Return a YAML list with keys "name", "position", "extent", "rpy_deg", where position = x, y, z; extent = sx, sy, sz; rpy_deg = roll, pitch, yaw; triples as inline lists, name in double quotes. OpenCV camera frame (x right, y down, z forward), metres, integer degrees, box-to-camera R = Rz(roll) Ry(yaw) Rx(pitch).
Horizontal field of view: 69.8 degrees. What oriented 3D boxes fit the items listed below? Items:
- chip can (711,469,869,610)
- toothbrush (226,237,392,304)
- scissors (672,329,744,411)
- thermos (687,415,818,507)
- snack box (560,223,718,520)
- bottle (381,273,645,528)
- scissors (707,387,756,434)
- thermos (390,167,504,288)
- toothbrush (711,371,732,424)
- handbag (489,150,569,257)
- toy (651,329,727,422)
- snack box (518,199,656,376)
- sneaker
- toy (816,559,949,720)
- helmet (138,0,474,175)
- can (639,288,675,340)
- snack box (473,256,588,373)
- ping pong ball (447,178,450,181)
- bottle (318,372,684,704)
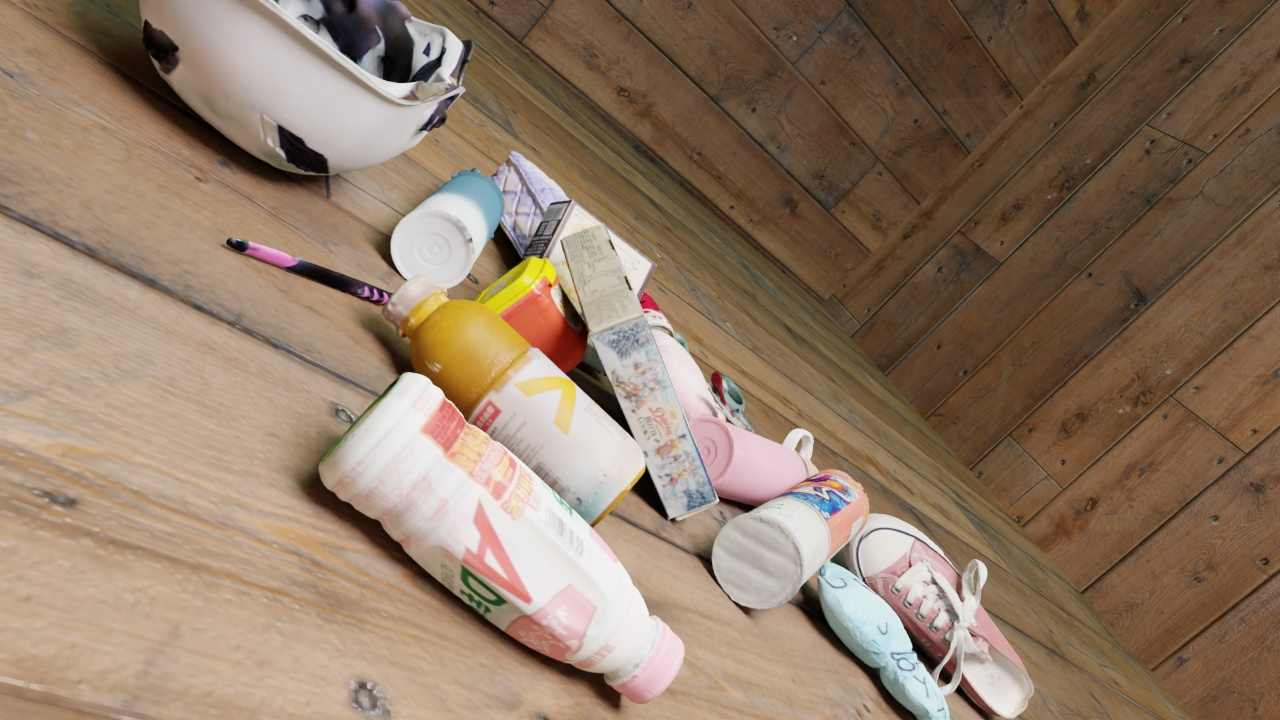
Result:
- name: "chip can"
  position: [0.132, 0.141, 0.760]
  extent: [0.071, 0.071, 0.214]
  rpy_deg: [48, 22, 17]
- name: "toothbrush"
  position: [-0.187, -0.046, 0.606]
  extent: [0.189, 0.014, 0.017]
  rpy_deg: [22, 37, -54]
- name: "scissors"
  position: [0.089, 0.031, 1.122]
  extent: [0.176, 0.019, 0.174]
  rpy_deg: [34, 17, -37]
- name: "thermos"
  position: [0.111, 0.094, 0.864]
  extent: [0.067, 0.087, 0.198]
  rpy_deg: [18, -3, 39]
- name: "snack box"
  position: [-0.004, 0.004, 0.734]
  extent: [0.177, 0.046, 0.183]
  rpy_deg: [-112, 180, -59]
- name: "bottle"
  position: [-0.082, 0.022, 0.577]
  extent: [0.189, 0.068, 0.068]
  rpy_deg: [43, 14, 1]
- name: "scissors"
  position: [0.102, 0.071, 0.920]
  extent: [0.150, 0.014, 0.170]
  rpy_deg: [61, 9, -10]
- name: "thermos"
  position: [-0.157, -0.118, 0.790]
  extent: [0.070, 0.070, 0.220]
  rpy_deg: [40, 14, -13]
- name: "toothbrush"
  position: [0.102, 0.069, 1.019]
  extent: [0.017, 0.016, 0.187]
  rpy_deg: [43, 19, -29]
- name: "handbag"
  position: [-0.093, -0.129, 0.981]
  extent: [0.134, 0.076, 0.193]
  rpy_deg: [33, 18, -49]
- name: "toy"
  position: [0.049, 0.037, 0.927]
  extent: [0.159, 0.054, 0.121]
  rpy_deg: [49, 9, -32]
- name: "snack box"
  position: [-0.057, -0.066, 0.852]
  extent: [0.113, 0.125, 0.053]
  rpy_deg: [35, -15, -32]
- name: "sneaker"
  position: [0.298, 0.249, 0.897]
  extent: [0.241, 0.118, 0.088]
  rpy_deg: [50, -5, 6]
- name: "toy"
  position: [0.201, 0.235, 0.777]
  extent: [0.161, 0.050, 0.156]
  rpy_deg: [43, 9, -44]
- name: "helmet"
  position: [-0.254, -0.222, 0.663]
  extent: [0.229, 0.146, 0.258]
  rpy_deg: [37, 24, -18]
- name: "can"
  position: [-0.005, -0.049, 1.016]
  extent: [0.053, 0.053, 0.132]
  rpy_deg: [34, 14, -32]
- name: "snack box"
  position: [-0.085, -0.025, 0.701]
  extent: [0.080, 0.082, 0.091]
  rpy_deg: [54, 11, -16]
- name: "ping pong ball"
  position: [-0.178, -0.163, 0.912]
  extent: [0.040, 0.040, 0.040]
  rpy_deg: [40, 15, -13]
- name: "bottle"
  position: [-0.060, 0.093, 0.446]
  extent: [0.197, 0.068, 0.068]
  rpy_deg: [44, 14, -13]
